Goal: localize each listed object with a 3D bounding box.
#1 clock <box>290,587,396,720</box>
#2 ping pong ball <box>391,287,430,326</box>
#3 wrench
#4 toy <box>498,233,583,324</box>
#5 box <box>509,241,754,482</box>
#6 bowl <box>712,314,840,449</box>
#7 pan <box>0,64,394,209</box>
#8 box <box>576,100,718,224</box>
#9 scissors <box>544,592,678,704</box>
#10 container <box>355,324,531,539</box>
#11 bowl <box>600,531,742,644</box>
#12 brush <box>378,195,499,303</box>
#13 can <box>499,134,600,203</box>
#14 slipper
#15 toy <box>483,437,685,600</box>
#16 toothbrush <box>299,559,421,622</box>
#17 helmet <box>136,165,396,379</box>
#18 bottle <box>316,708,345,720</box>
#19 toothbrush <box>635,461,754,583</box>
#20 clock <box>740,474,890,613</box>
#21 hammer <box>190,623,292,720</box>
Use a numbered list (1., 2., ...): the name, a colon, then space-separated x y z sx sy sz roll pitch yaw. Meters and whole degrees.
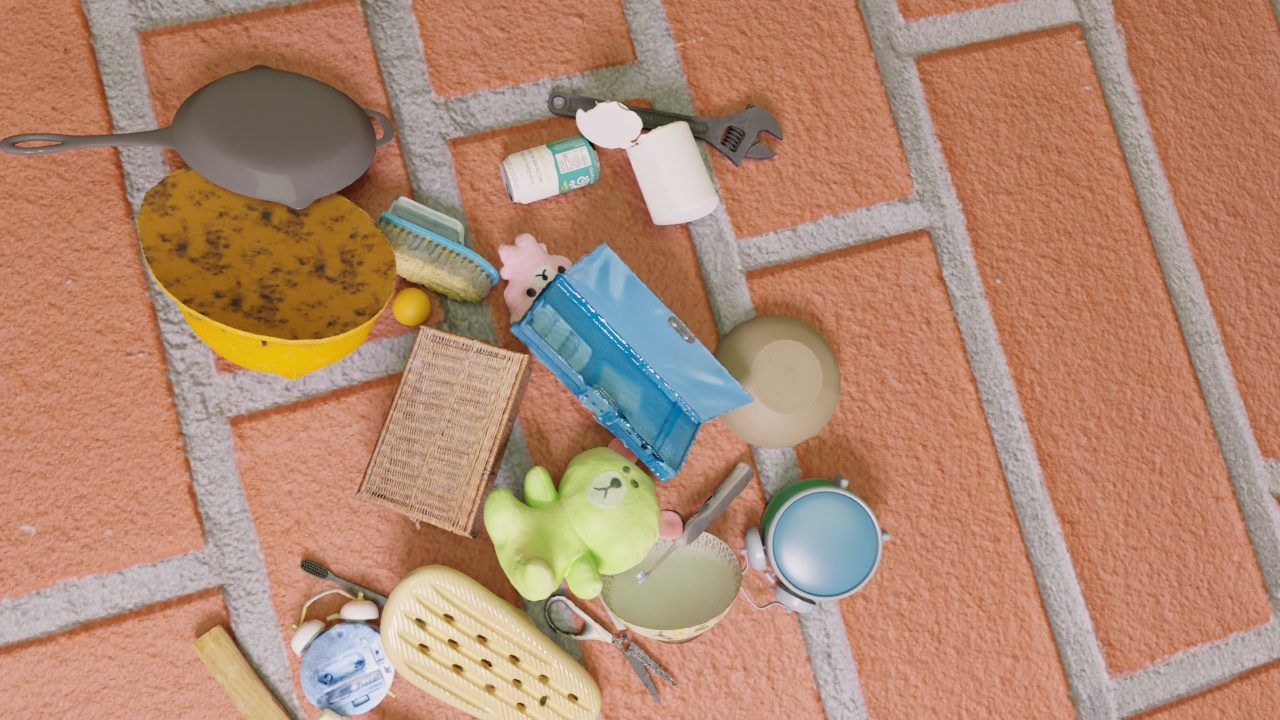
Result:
1. clock: -0.292 0.287 0.906 0.088 0.052 0.125 -22 87 -11
2. ping pong ball: -0.241 -0.056 0.965 0.040 0.040 0.040 1 82 -9
3. wrench: 0.030 -0.273 1.048 0.273 0.018 0.073 8 90 -6
4. toy: -0.113 -0.089 0.982 0.099 0.053 0.096 -35 104 -16
5. box: -0.004 0.004 0.924 0.231 0.113 0.094 46 46 -14
6. bowl: 0.154 0.021 1.013 0.152 0.050 0.152 1 82 -9
7. pan: -0.423 -0.229 0.904 0.353 0.024 0.216 -11 58 -25
8. box: 0.009 -0.214 0.985 0.136 0.084 0.147 -22 92 -39
9. scissors: -0.033 0.291 0.967 0.150 0.013 0.164 -5 84 -9
10. container: -0.191 0.072 0.920 0.113 0.114 0.198 19 78 -2
11. bowl: 0.034 0.242 0.943 0.145 0.145 0.063 -17 123 -11
12. brush: -0.212 -0.116 0.974 0.136 0.056 0.075 24 57 -5
13. can: -0.098 -0.208 1.001 0.101 0.055 0.055 -19 86 -11
14. slipper: -0.151 0.295 0.919 0.261 0.079 0.111 42 81 -21
15. toy: -0.061 0.166 0.925 0.196 0.107 0.150 -9 52 -40
16. toothbrush: -0.270 0.243 0.937 0.167 0.013 0.012 27 79 -7
17. helmet: -0.360 -0.069 0.899 0.255 0.132 0.204 41 49 18
18. bottle: -0.234 0.392 0.885 0.184 0.045 0.045 40 78 -15
19. toothbrush: 0.059 0.172 0.964 0.185 0.022 0.024 -41 95 -30
20. clock: 0.177 0.203 0.986 0.161 0.075 0.122 -38 90 1
21. hammer: -0.326 0.399 0.897 0.132 0.033 0.330 -37 89 -10
